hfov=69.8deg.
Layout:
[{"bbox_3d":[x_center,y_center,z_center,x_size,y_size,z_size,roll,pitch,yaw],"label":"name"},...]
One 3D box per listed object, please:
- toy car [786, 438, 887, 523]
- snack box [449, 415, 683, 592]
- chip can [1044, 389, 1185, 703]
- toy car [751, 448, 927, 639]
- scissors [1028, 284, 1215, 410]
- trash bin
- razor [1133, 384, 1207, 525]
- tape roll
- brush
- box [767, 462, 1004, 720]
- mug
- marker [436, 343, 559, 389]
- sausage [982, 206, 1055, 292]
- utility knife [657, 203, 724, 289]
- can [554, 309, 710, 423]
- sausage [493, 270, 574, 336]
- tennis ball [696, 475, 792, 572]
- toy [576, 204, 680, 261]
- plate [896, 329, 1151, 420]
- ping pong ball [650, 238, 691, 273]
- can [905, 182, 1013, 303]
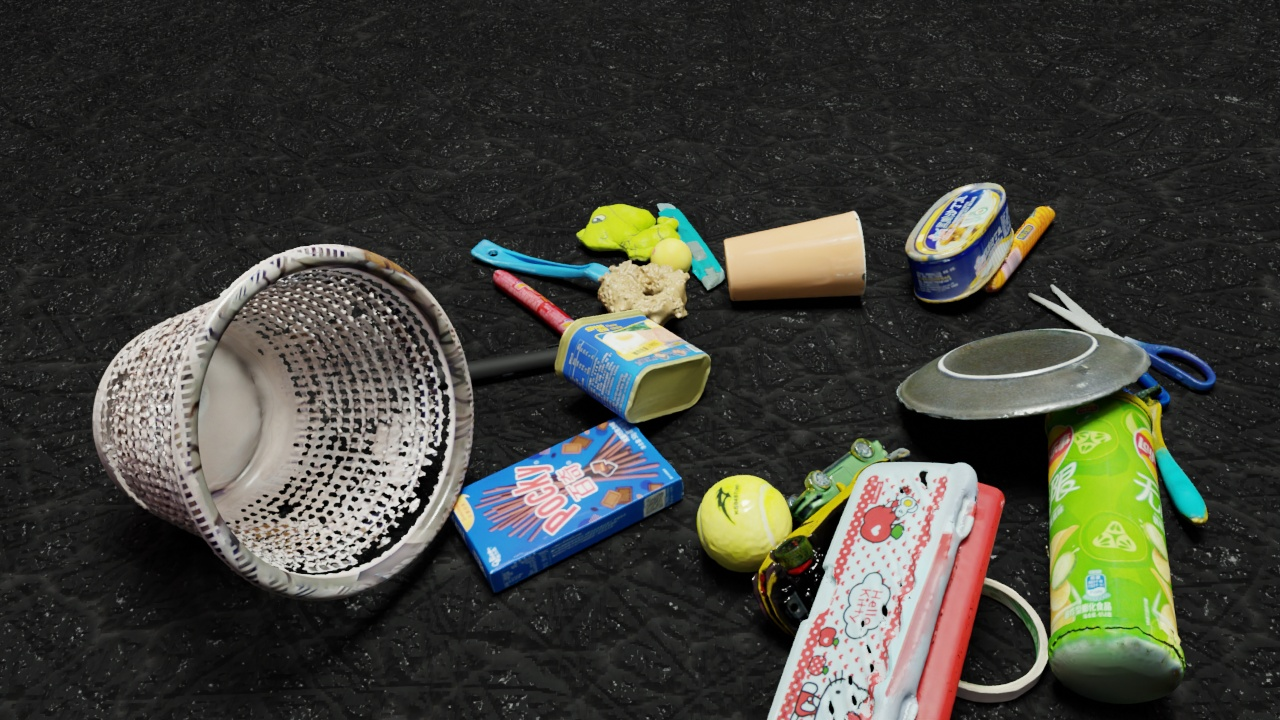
[{"bbox_3d":[0.144,0.090,0.662,0.091,0.043,0.036,-24,66,-31],"label":"toy car"},{"bbox_3d":[-0.056,0.102,0.682,0.157,0.026,0.084,-24,44,-21],"label":"snack box"},{"bbox_3d":[0.303,0.113,0.599,0.073,0.073,0.220,9,43,15],"label":"chip can"},{"bbox_3d":[0.142,0.123,0.610,0.155,0.071,0.041,-37,7,-25],"label":"toy car"},{"bbox_3d":[0.395,-0.013,0.781,0.171,0.012,0.140,22,47,29],"label":"scissors"},{"bbox_3d":[-0.263,0.041,0.641,0.192,0.227,0.226,-1,37,34],"label":"trash bin"},{"bbox_3d":[0.383,0.072,0.671,0.043,0.028,0.132,-22,34,20],"label":"razor"},{"bbox_3d":[0.211,0.174,0.581,0.086,0.014,0.085,-3,41,2],"label":"tape roll"},{"bbox_3d":[-0.062,-0.081,0.891,0.255,0.046,0.083,17,49,29],"label":"brush"},{"bbox_3d":[0.141,0.151,0.534,0.099,0.095,0.200,15,56,22],"label":"box"},{"bbox_3d":[0.141,-0.092,0.853,0.123,0.078,0.078,-6,41,6],"label":"mug"},{"bbox_3d":[-0.113,0.003,0.806,0.132,0.022,0.020,-11,5,-6],"label":"marker"},{"bbox_3d":[0.366,-0.109,0.886,0.021,0.021,0.164,25,49,30],"label":"sausage"},{"bbox_3d":[0.049,-0.122,0.940,0.029,0.013,0.164,-15,42,-12],"label":"utility knife"},{"bbox_3d":[-0.004,0.004,0.749,0.083,0.057,0.101,33,29,33],"label":"can"},{"bbox_3d":[-0.096,-0.051,0.869,0.020,0.020,0.156,-31,47,-27],"label":"sausage"},{"bbox_3d":[0.071,0.112,0.628,0.065,0.066,0.065,-3,41,2],"label":"tennis ball"},{"bbox_3d":[-0.010,-0.132,0.943,0.096,0.031,0.100,-27,48,-18],"label":"toy"},{"bbox_3d":[0.286,0.003,0.699,0.179,0.024,0.179,-13,12,3],"label":"plate"},{"bbox_3d":[0.030,-0.099,0.894,0.040,0.040,0.040,-3,41,2],"label":"ping pong ball"},{"bbox_3d":[0.300,-0.112,0.859,0.075,0.049,0.147,3,37,41],"label":"can"}]
